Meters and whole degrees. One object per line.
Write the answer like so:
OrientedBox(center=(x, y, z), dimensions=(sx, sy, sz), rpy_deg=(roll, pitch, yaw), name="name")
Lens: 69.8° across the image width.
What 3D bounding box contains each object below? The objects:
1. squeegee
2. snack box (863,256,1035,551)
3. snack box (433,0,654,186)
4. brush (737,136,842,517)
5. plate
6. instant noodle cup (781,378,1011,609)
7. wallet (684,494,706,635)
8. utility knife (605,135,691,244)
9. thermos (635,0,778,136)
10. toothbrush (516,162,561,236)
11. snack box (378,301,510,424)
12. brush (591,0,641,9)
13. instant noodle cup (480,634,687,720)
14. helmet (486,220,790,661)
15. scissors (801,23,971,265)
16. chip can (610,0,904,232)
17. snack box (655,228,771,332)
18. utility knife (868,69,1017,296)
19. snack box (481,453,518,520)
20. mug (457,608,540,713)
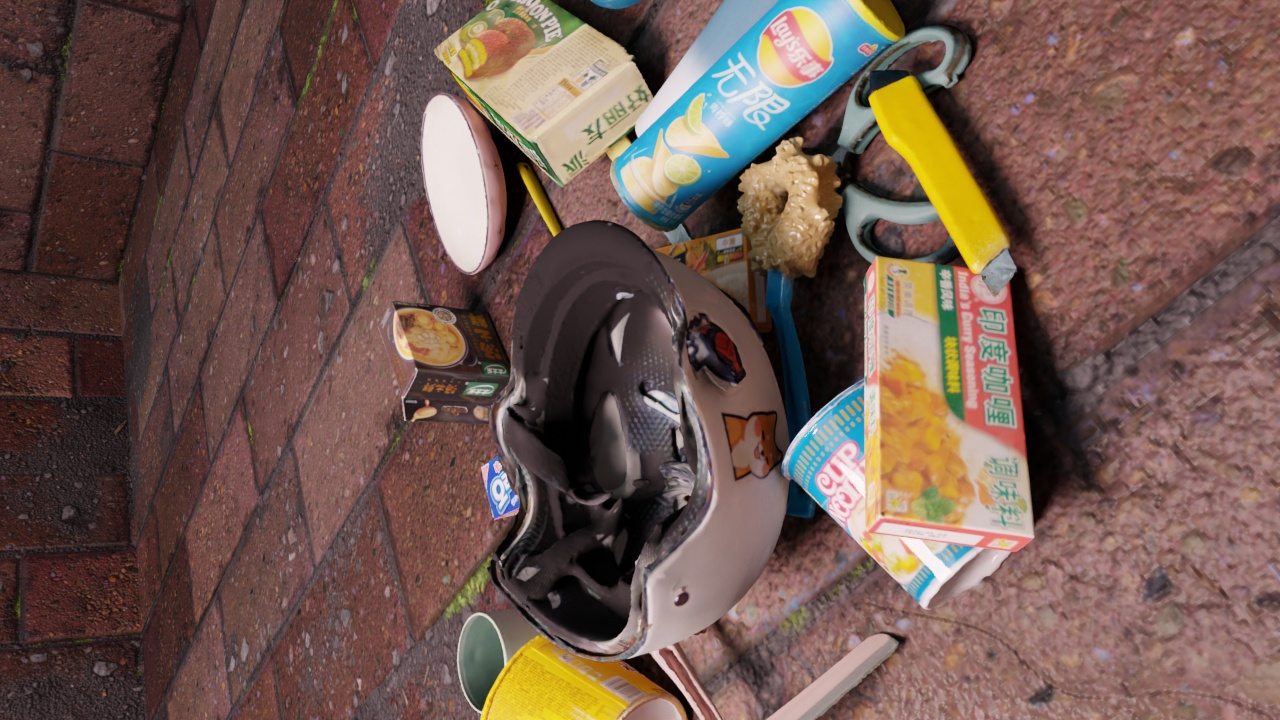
OrientedBox(center=(0.017, 0.205, 0.652), dimensions=(0.247, 0.040, 0.249), rpy_deg=(-41, 41, -2), name="squeegee")
OrientedBox(center=(0.159, 0.019, 0.485), dimensions=(0.027, 0.077, 0.155), rpy_deg=(99, 178, -61), name="snack box")
OrientedBox(center=(-0.093, -0.261, 0.844), dimensions=(0.114, 0.063, 0.240), rpy_deg=(-40, 46, -3), name="snack box")
OrientedBox(center=(0.103, -0.020, 0.622), dimensions=(0.083, 0.045, 0.254), rpy_deg=(1, 97, 52), name="brush")
OrientedBox(center=(-0.185, -0.190, 0.985), dimensions=(0.192, 0.039, 0.193), rpy_deg=(36, 133, 50), name="plate")
OrientedBox(center=(0.152, 0.075, 0.518), dimensions=(0.110, 0.099, 0.099), rpy_deg=(52, 126, 32), name="instant noodle cup")
OrientedBox(center=(0.014, 0.150, 0.732), dimensions=(0.132, 0.031, 0.108), rpy_deg=(5, 88, 53), name="wallet")
OrientedBox(center=(0.001, -0.149, 0.788), dimensions=(0.031, 0.022, 0.212), rpy_deg=(-58, 44, 36), name="utility knife")
OrientedBox(center=(0.078, -0.234, 0.660), dimensions=(0.221, 0.070, 0.070), rpy_deg=(-48, 51, 39), name="thermos")
OrientedBox(center=(-0.088, -0.132, 0.904), dimensions=(0.017, 0.015, 0.190), rpy_deg=(-60, 44, 38), name="toothbrush")
OrientedBox(center=(-0.200, 0.002, 0.952), dimensions=(0.053, 0.113, 0.125), rpy_deg=(-56, 47, 32), name="snack box")
OrientedBox(center=(0.001, -0.348, 0.780), dimensions=(0.144, 0.055, 0.073), rpy_deg=(-28, 64, 47), name="brush")
OrientedBox(center=(-0.037, 0.289, 0.705), dimensions=(0.110, 0.137, 0.138), rpy_deg=(10, 94, 43), name="instant noodle cup")
OrientedBox(center=(0.012, 0.055, 0.612), dimensions=(0.231, 0.156, 0.273), rpy_deg=(-22, 65, 50), name="helmet")
OrientedBox(center=(0.158, -0.117, 0.586), dimensions=(0.171, 0.019, 0.180), rpy_deg=(-43, 55, 39), name="scissors")
OrientedBox(center=(0.071, -0.176, 0.622), dimensions=(0.211, 0.071, 0.071), rpy_deg=(-37, 58, 35), name="chip can")
OrientedBox(center=(0.039, -0.054, 0.718), dimensions=(0.154, 0.026, 0.075), rpy_deg=(-5, 87, 53), name="snack box")
OrientedBox(center=(0.173, -0.108, 0.533), dimensions=(0.033, 0.015, 0.170), rpy_deg=(-23, 62, 10), name="utility knife")
OrientedBox(center=(-0.078, 0.093, 0.800), dimensions=(0.208, 0.058, 0.057), rpy_deg=(-33, 71, 56), name="snack box")
OrientedBox(center=(-0.100, 0.256, 0.801), dimensions=(0.112, 0.106, 0.082), rpy_deg=(-14, 76, 50), name="mug")
